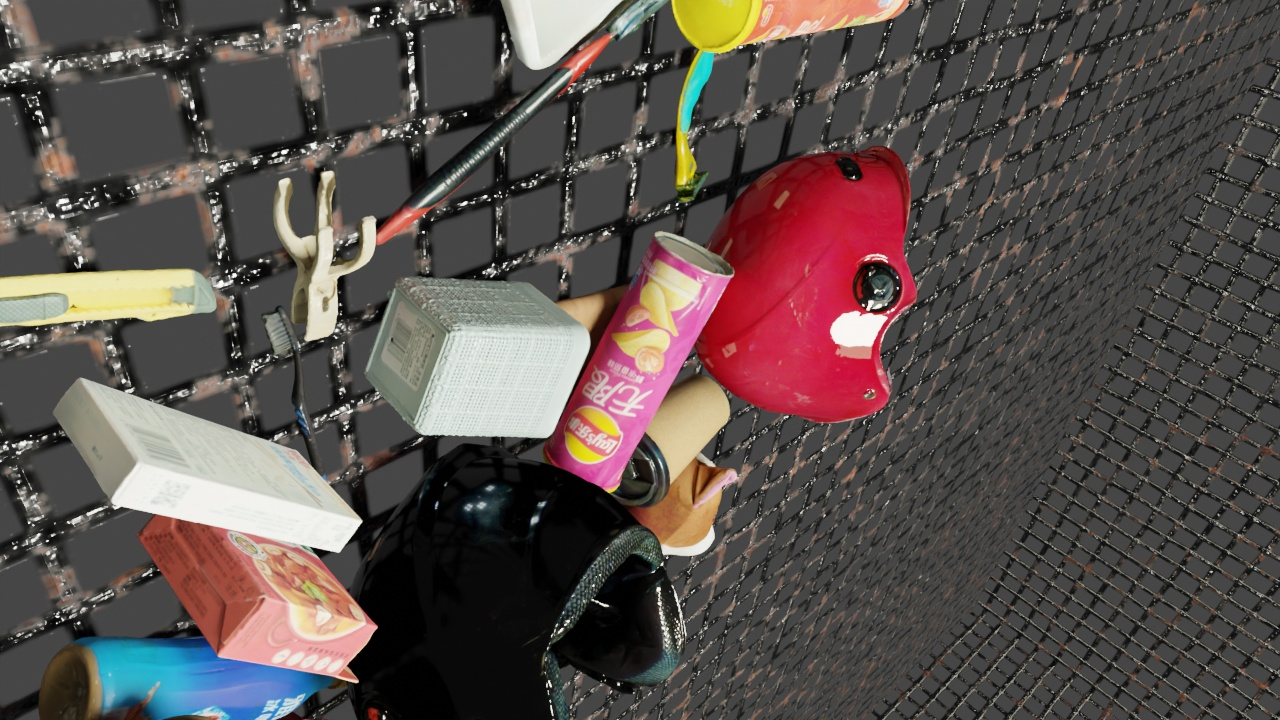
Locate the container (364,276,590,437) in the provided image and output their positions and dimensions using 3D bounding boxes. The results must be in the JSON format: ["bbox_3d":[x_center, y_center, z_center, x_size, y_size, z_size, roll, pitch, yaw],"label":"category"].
[{"bbox_3d":[-0.111,-0.002,0.614,0.111,0.090,0.090,2,118,-50],"label":"container"}]

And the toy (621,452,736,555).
[{"bbox_3d":[0.016,0.171,0.915,0.130,0.140,0.199,32,90,-30],"label":"toy"}]

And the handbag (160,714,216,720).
[{"bbox_3d":[-0.284,0.289,0.529,0.205,0.148,0.099,-28,-167,19],"label":"handbag"}]

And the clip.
[{"bbox_3d":[-0.187,-0.065,0.520,0.034,0.092,0.103,-25,173,-39],"label":"clip"}]

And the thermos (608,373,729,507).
[{"bbox_3d":[0.018,0.070,0.857,0.142,0.093,0.093,-36,145,-41],"label":"thermos"}]

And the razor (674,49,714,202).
[{"bbox_3d":[0.042,-0.185,0.690,0.043,0.028,0.133,-57,161,-44],"label":"razor"}]

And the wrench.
[{"bbox_3d":[-0.057,-0.161,0.555,0.273,0.056,0.016,-41,103,-1],"label":"wrench"}]

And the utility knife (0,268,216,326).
[{"bbox_3d":[-0.296,-0.026,0.429,0.195,0.020,0.031,-8,121,-43],"label":"utility knife"}]

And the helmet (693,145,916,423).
[{"bbox_3d":[0.120,-0.068,0.769,0.143,0.207,0.240,4,106,-18],"label":"helmet"}]

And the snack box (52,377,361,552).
[{"bbox_3d":[-0.237,0.063,0.517,0.027,0.085,0.156,-54,148,-2],"label":"snack box"}]

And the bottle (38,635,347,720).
[{"bbox_3d":[-0.281,0.217,0.626,0.065,0.065,0.218,-58,147,7],"label":"bottle"}]

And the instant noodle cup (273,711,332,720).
[{"bbox_3d":[-0.313,0.324,0.686,0.193,0.066,0.194,-32,144,-28],"label":"instant noodle cup"}]

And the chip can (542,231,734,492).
[{"bbox_3d":[-0.004,0.004,0.735,0.071,0.071,0.211,-1,126,-52],"label":"chip can"}]

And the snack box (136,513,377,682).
[{"bbox_3d":[-0.230,0.141,0.575,0.044,0.113,0.127,-51,148,-7],"label":"snack box"}]

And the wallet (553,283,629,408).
[{"bbox_3d":[-0.047,-0.007,0.758,0.101,0.020,0.115,-18,136,-41],"label":"wallet"}]

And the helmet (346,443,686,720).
[{"bbox_3d":[-0.107,0.200,0.684,0.275,0.230,0.233,-53,161,18],"label":"helmet"}]

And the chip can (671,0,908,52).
[{"bbox_3d":[0.118,-0.271,0.659,0.216,0.073,0.073,-26,139,-39],"label":"chip can"}]

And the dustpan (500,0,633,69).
[{"bbox_3d":[0.016,-0.229,0.454,0.222,0.258,0.142,-44,127,0],"label":"dustpan"}]

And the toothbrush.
[{"bbox_3d":[-0.217,0.041,0.590,0.016,0.014,0.190,-28,141,-32],"label":"toothbrush"}]
